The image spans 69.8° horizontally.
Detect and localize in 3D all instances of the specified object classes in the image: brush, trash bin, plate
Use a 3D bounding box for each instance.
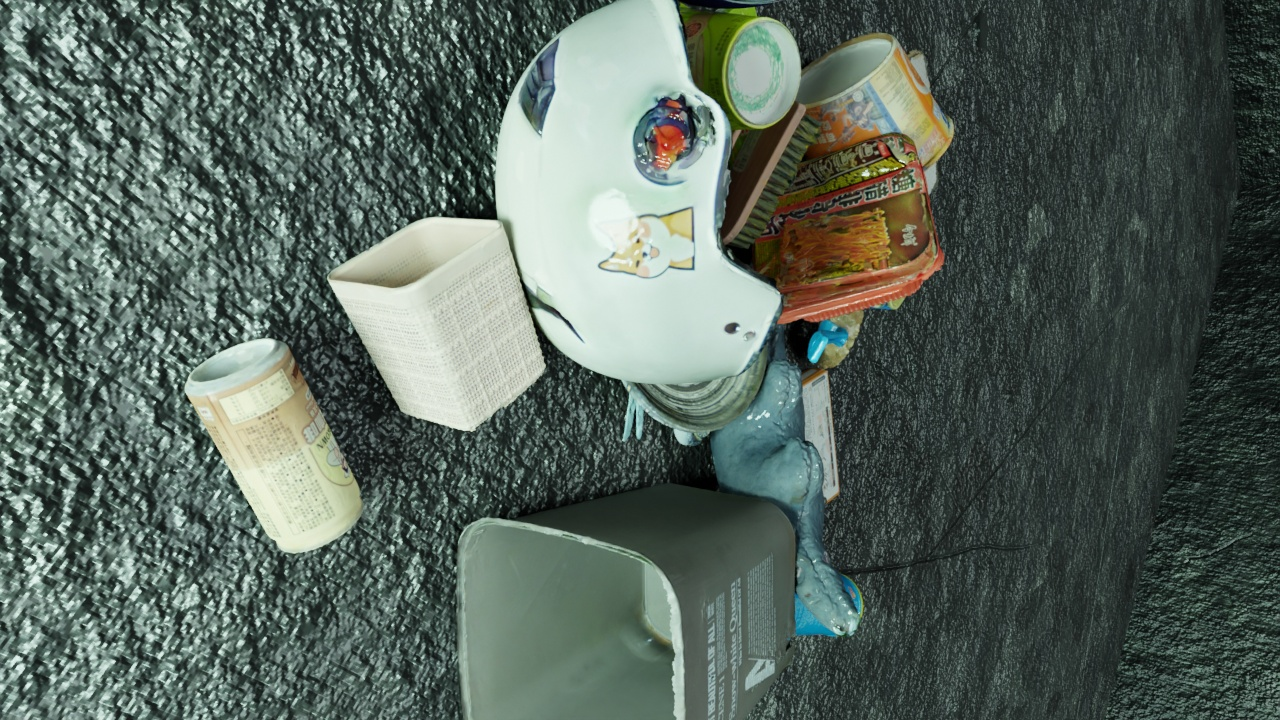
[{"bbox_3d":[0.187,-0.023,0.908,0.083,0.046,0.254,-62,167,13],"label":"brush"},{"bbox_3d":[0.005,0.199,0.706,0.219,0.199,0.199,-11,103,-53],"label":"trash bin"},{"bbox_3d":[0.038,-0.026,0.786,0.179,0.024,0.179,10,73,-36],"label":"plate"},{"bbox_3d":[0.096,-0.170,0.826,0.073,0.063,0.146,19,108,-27],"label":"brush"}]

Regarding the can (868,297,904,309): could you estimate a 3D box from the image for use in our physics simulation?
[{"bbox_3d":[0.238,-0.105,1.000,0.057,0.083,0.102,-49,129,-33],"label":"can"}]

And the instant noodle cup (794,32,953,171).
[{"bbox_3d":[0.221,-0.246,0.922,0.111,0.152,0.151,52,57,-29],"label":"instant noodle cup"}]

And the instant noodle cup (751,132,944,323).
[{"bbox_3d":[0.187,-0.109,0.841,0.079,0.165,0.188,52,32,-44],"label":"instant noodle cup"}]

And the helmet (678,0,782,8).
[{"bbox_3d":[0.047,-0.374,0.632,0.314,0.247,0.241,-9,119,-40],"label":"helmet"}]

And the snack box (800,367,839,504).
[{"bbox_3d":[0.184,0.092,1.010,0.075,0.026,0.154,-26,114,-44],"label":"snack box"}]

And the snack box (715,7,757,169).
[{"bbox_3d":[0.097,-0.249,0.862,0.085,0.026,0.156,-48,128,-32],"label":"snack box"}]

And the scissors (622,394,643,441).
[{"bbox_3d":[-0.007,0.006,0.791,0.073,0.017,0.137,11,91,-49],"label":"scissors"}]

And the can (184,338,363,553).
[{"bbox_3d":[-0.209,0.049,0.531,0.058,0.059,0.116,-39,123,-38],"label":"can"}]

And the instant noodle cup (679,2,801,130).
[{"bbox_3d":[0.058,-0.230,0.729,0.111,0.123,0.112,-13,112,-34],"label":"instant noodle cup"}]

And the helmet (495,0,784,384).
[{"bbox_3d":[-0.022,-0.103,0.633,0.157,0.230,0.274,-19,103,-6],"label":"helmet"}]

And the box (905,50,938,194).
[{"bbox_3d":[0.295,-0.273,1.062,0.089,0.061,0.184,-34,117,-42],"label":"box"}]

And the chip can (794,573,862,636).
[{"bbox_3d":[0.155,0.255,0.967,0.210,0.071,0.071,19,81,-48],"label":"chip can"}]

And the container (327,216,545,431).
[{"bbox_3d":[-0.125,-0.023,0.595,0.090,0.090,0.111,-42,127,-37],"label":"container"}]

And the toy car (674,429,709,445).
[{"bbox_3d":[0.042,0.032,0.830,0.034,0.043,0.090,-1,94,-21],"label":"toy car"}]

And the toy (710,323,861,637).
[{"bbox_3d":[0.123,0.086,0.842,0.091,0.138,0.355,10,54,-26],"label":"toy"}]
